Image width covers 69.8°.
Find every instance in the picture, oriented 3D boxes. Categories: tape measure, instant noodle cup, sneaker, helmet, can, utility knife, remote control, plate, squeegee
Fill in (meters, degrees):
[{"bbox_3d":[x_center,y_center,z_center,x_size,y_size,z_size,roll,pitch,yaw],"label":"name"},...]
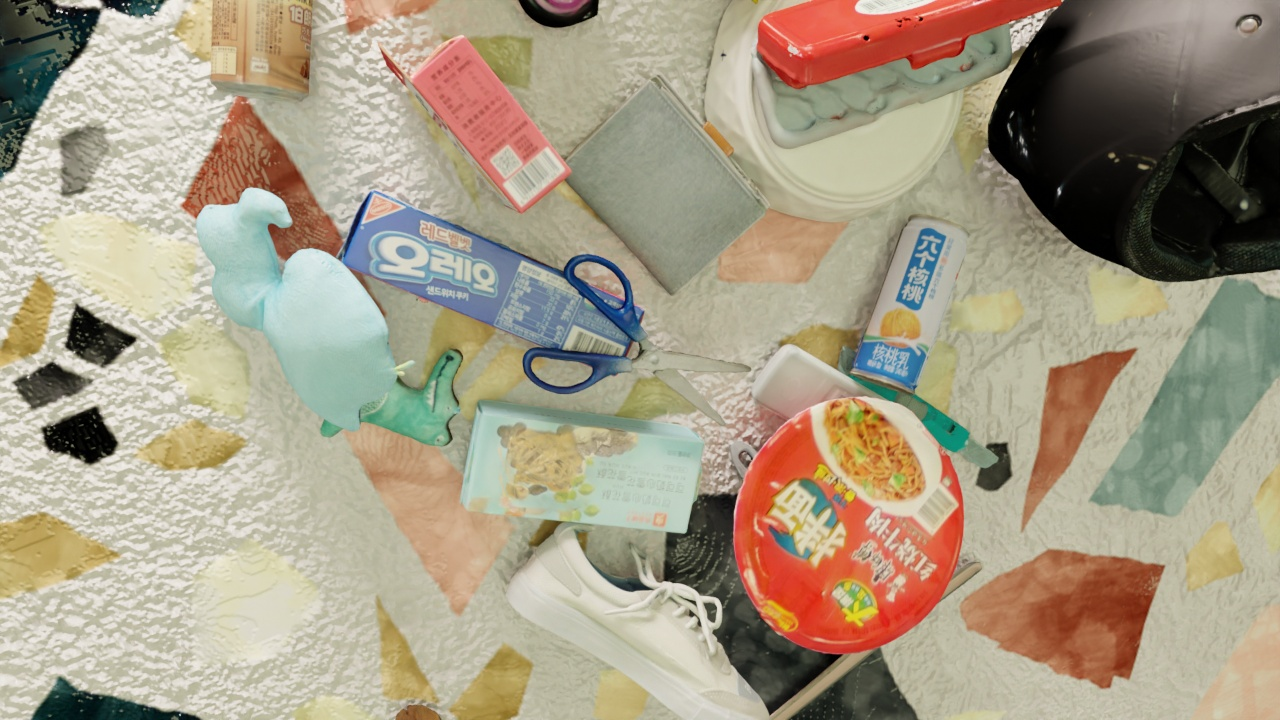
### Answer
[{"bbox_3d":[-0.056,-0.256,0.623,0.057,0.039,0.057,-1,101,-19],"label":"tape measure"},{"bbox_3d":[0.151,0.123,0.711,0.193,0.066,0.194,0,91,-15],"label":"instant noodle cup"},{"bbox_3d":[0.017,0.209,0.720,0.242,0.089,0.090,36,87,-12],"label":"sneaker"},{"bbox_3d":[0.393,-0.194,0.652,0.274,0.230,0.233,-54,139,-1],"label":"helmet"},{"bbox_3d":[-0.236,-0.224,0.574,0.058,0.058,0.116,4,101,-15],"label":"can"},{"bbox_3d":[0.235,0.044,0.773,0.187,0.013,0.029,31,92,-18],"label":"utility knife"},{"bbox_3d":[0.155,0.037,0.744,0.136,0.020,0.056,28,110,-18],"label":"remote control"},{"bbox_3d":[0.212,-0.044,0.722,0.053,0.053,0.134,20,90,-17],"label":"can"},{"bbox_3d":[0.152,-0.205,0.684,0.204,0.045,0.205,-3,103,-13],"label":"plate"},{"bbox_3d":[0.146,0.167,0.764,0.247,0.040,0.249,-36,107,-4],"label":"squeegee"}]

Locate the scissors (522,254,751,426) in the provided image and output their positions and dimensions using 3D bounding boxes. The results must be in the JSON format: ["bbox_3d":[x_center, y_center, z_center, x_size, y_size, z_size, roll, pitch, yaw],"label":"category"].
[{"bbox_3d":[-0.002,-0.010,0.644,0.162,0.012,0.163,-16,108,-13],"label":"scissors"}]

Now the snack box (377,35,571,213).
[{"bbox_3d":[-0.107,-0.158,0.591,0.044,0.113,0.127,-41,108,-2],"label":"snack box"}]

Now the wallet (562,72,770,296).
[{"bbox_3d":[0.020,-0.129,0.671,0.107,0.037,0.129,-41,107,8],"label":"wallet"}]

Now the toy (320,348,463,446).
[{"bbox_3d":[-0.170,0.027,0.659,0.092,0.030,0.096,26,97,-22],"label":"toy"}]

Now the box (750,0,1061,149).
[{"bbox_3d":[0.179,-0.210,0.635,0.201,0.095,0.099,-21,135,-11],"label":"box"}]

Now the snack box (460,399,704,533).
[{"bbox_3d":[-0.043,0.080,0.690,0.174,0.051,0.074,8,98,-15],"label":"snack box"}]

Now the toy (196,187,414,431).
[{"bbox_3d":[-0.219,-0.030,0.599,0.156,0.049,0.162,15,120,20],"label":"toy"}]

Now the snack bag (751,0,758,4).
[{"bbox_3d":[0.073,-0.384,0.605,0.158,0.068,0.246,28,89,-19],"label":"snack bag"}]

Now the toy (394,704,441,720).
[{"bbox_3d":[-0.222,0.391,0.692,0.246,0.090,0.227,-36,101,-8],"label":"toy"}]

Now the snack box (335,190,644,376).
[{"bbox_3d":[-0.102,-0.054,0.644,0.207,0.058,0.057,22,95,-18],"label":"snack box"}]
